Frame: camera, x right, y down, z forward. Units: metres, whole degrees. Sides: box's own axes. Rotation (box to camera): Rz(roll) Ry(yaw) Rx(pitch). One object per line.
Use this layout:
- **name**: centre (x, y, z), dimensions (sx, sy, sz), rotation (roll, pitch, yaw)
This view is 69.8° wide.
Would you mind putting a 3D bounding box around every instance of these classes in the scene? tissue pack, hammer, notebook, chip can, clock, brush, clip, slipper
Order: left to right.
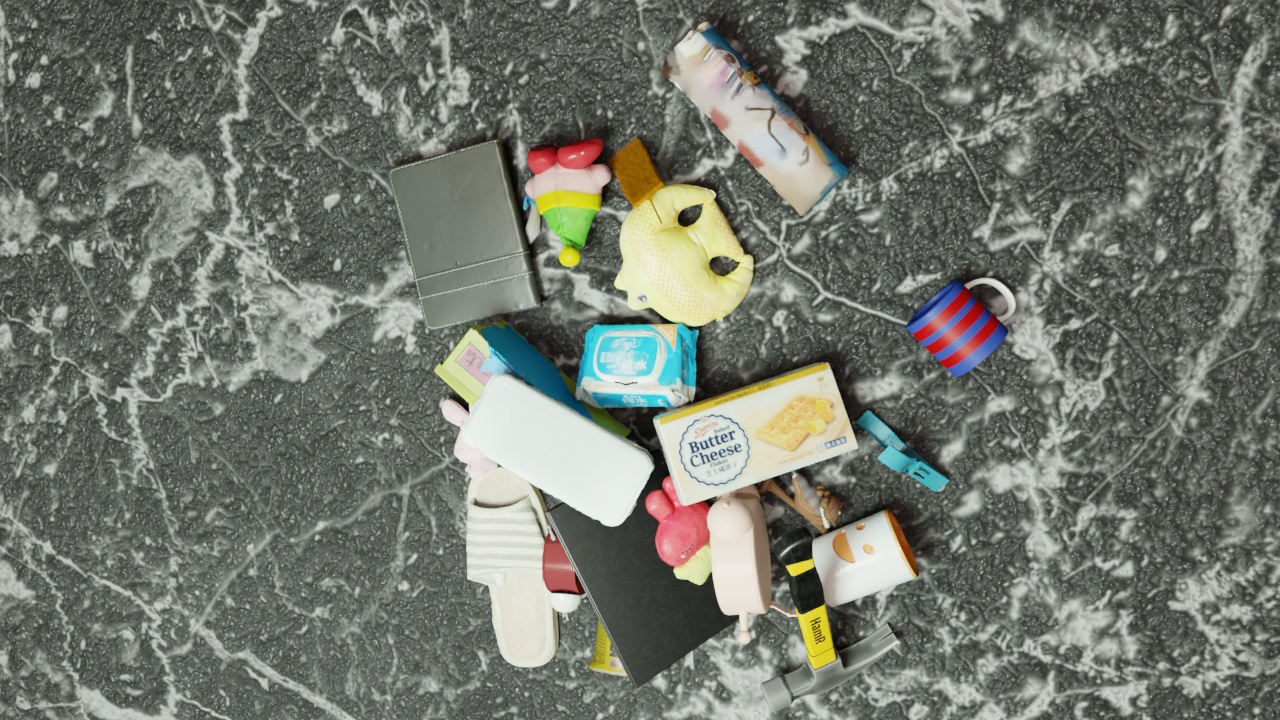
- **notebook**: centre (-0.219, -0.151, 1.130), dimensions (0.170, 0.029, 0.209), rotation (-10, 95, 20)
- **slipper**: centre (-0.164, 0.269, 1.180), dimensions (0.114, 0.054, 0.273), rotation (-9, 98, 10)
- **clock**: centre (-0.089, 0.258, 1.139), dimensions (0.044, 0.087, 0.124), rotation (0, 96, 14)
- **tissue pack**: centre (-0.006, 0.006, 1.075), dimensions (0.144, 0.062, 0.092), rotation (-1, 68, 17)
- **brush**: centre (0.000, -0.201, 1.039), dimensions (0.048, 0.017, 0.126), rotation (-35, 48, 16)
- **notebook**: centre (0.011, 0.243, 1.098), dimensions (0.168, 0.019, 0.231), rotation (-27, 92, -23)
- **clock**: centre (0.127, 0.222, 1.058), dimensions (0.086, 0.131, 0.160), rotation (-14, 96, 15)
- **chip can**: centre (0.125, -0.265, 1.008), dimensions (0.080, 0.079, 0.229), rotation (-44, 87, 16)
- **hammer**: centre (0.192, 0.278, 1.001), dimensions (0.170, 0.034, 0.325), rotation (-24, 135, -3)
- **clip**: centre (0.288, 0.099, 1.042), dimensions (0.033, 0.120, 0.118), rotation (-52, 52, 14)

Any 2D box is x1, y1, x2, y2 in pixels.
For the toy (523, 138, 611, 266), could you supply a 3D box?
- **toy**: centre (-0.093, -0.184, 1.071), dimensions (0.124, 0.096, 0.131), rotation (-2, 118, 20)

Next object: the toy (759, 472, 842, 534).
- **toy**: centre (0.195, 0.163, 1.081), dimensions (0.102, 0.041, 0.055), rotation (40, 128, -4)

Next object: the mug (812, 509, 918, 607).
- **mug**: centre (0.253, 0.228, 1.055), dimensions (0.105, 0.082, 0.082), rotation (-26, 92, 16)

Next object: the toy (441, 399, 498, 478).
- **toy**: centre (-0.210, 0.093, 1.164), dimensions (0.064, 0.047, 0.110), rotation (-19, 83, 13)

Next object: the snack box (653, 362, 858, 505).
- **snack box**: centre (0.128, 0.081, 1.038), dimensions (0.208, 0.057, 0.104), rotation (-18, 88, -3)

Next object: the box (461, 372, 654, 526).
- **box**: centre (-0.091, 0.100, 1.010), dimensions (0.213, 0.063, 0.118), rotation (31, 100, 7)

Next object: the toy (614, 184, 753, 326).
- **toy**: centre (0.044, -0.114, 1.062), dimensions (0.155, 0.064, 0.170), rotation (-32, 98, 4)

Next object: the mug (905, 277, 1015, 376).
- **mug**: centre (0.355, -0.047, 0.997), dimensions (0.111, 0.075, 0.076), rotation (-44, 87, -10)

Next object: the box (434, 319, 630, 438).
- **box**: centre (-0.126, 0.051, 1.098), dimensions (0.221, 0.124, 0.079), rotation (39, 103, 3)

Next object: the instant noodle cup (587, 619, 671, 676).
- **instant noodle cup**: centre (-0.010, 0.319, 1.133), dimensions (0.100, 0.100, 0.112), rotation (0, 88, 13)

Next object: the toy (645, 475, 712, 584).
- **toy**: centre (0.053, 0.199, 1.080), dimensions (0.045, 0.091, 0.135), rotation (-10, 110, 49)
